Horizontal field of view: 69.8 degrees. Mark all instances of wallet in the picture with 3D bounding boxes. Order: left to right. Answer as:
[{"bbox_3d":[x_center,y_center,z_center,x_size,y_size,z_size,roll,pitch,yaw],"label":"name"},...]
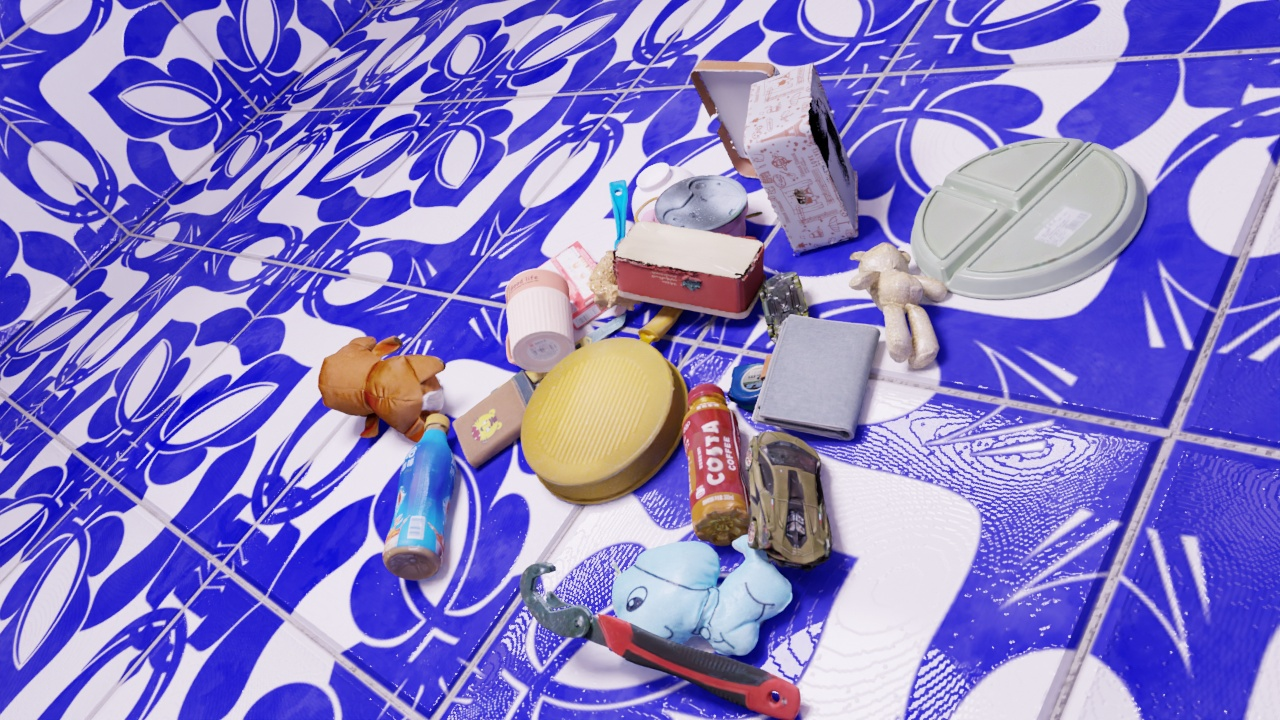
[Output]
[{"bbox_3d":[-0.173,0.070,1.126,0.115,0.033,0.090,-37,45,2],"label":"wallet"},{"bbox_3d":[0.174,0.016,0.918,0.107,0.037,0.129,9,56,21],"label":"wallet"}]

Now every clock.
[{"bbox_3d":[0.064,-0.182,1.168,0.159,0.060,0.117,19,54,29],"label":"clock"}]

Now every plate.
[{"bbox_3d":[0.393,-0.155,0.950,0.231,0.027,0.229,-21,41,19],"label":"plate"}]

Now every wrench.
[{"bbox_3d":[0.007,0.240,0.778,0.274,0.016,0.056,17,98,28],"label":"wrench"}]

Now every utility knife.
[{"bbox_3d":[-0.103,-0.002,1.168,0.205,0.021,0.031,-28,48,3],"label":"utility knife"}]

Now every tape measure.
[{"bbox_3d":[0.121,0.027,0.962,0.058,0.025,0.054,-10,46,31],"label":"tape measure"}]

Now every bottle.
[{"bbox_3d":[-0.252,0.150,1.075,0.065,0.065,0.218,-22,40,16],"label":"bottle"},{"bbox_3d":[0.073,0.095,0.900,0.057,0.057,0.174,-22,40,16],"label":"bottle"}]

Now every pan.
[{"bbox_3d":[-0.006,0.006,1.062,0.198,0.078,0.356,5,59,34],"label":"pan"}]

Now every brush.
[{"bbox_3d":[-0.027,-0.158,1.213,0.083,0.046,0.254,-9,46,7],"label":"brush"}]

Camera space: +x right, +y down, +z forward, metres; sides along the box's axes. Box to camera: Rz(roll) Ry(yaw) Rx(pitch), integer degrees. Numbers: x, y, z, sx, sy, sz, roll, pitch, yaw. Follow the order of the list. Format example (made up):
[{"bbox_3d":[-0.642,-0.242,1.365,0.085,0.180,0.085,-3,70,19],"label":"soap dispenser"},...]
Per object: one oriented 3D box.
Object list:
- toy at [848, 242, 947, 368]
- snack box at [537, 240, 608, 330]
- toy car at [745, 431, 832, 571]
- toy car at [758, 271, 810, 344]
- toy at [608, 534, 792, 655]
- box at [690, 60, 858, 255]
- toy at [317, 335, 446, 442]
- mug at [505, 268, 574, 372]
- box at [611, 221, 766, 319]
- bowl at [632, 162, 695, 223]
[{"bbox_3d":[0.259,-0.058,0.928,0.105,0.066,0.157,2,46,-6],"label":"toy"},{"bbox_3d":[-0.087,-0.105,1.250,0.075,0.025,0.153,-35,38,-2],"label":"snack box"},{"bbox_3d":[0.131,0.120,0.821,0.070,0.042,0.157,10,41,-8],"label":"toy car"},{"bbox_3d":[0.161,-0.054,1.007,0.048,0.032,0.105,-21,46,17],"label":"toy car"},{"bbox_3d":[0.042,0.208,0.811,0.156,0.050,0.161,31,76,40],"label":"toy"},{"bbox_3d":[0.170,-0.263,1.103,0.134,0.179,0.270,-33,39,3],"label":"box"},{"bbox_3d":[-0.331,0.038,1.223,0.200,0.140,0.130,9,14,40],"label":"toy"},{"bbox_3d":[-0.135,-0.040,1.156,0.115,0.081,0.105,-45,39,33],"label":"mug"},{"bbox_3d":[0.057,-0.115,1.071,0.168,0.076,0.091,13,45,22],"label":"box"},{"bbox_3d":[0.031,-0.232,1.265,0.118,0.065,0.118,-20,41,18],"label":"bowl"}]
